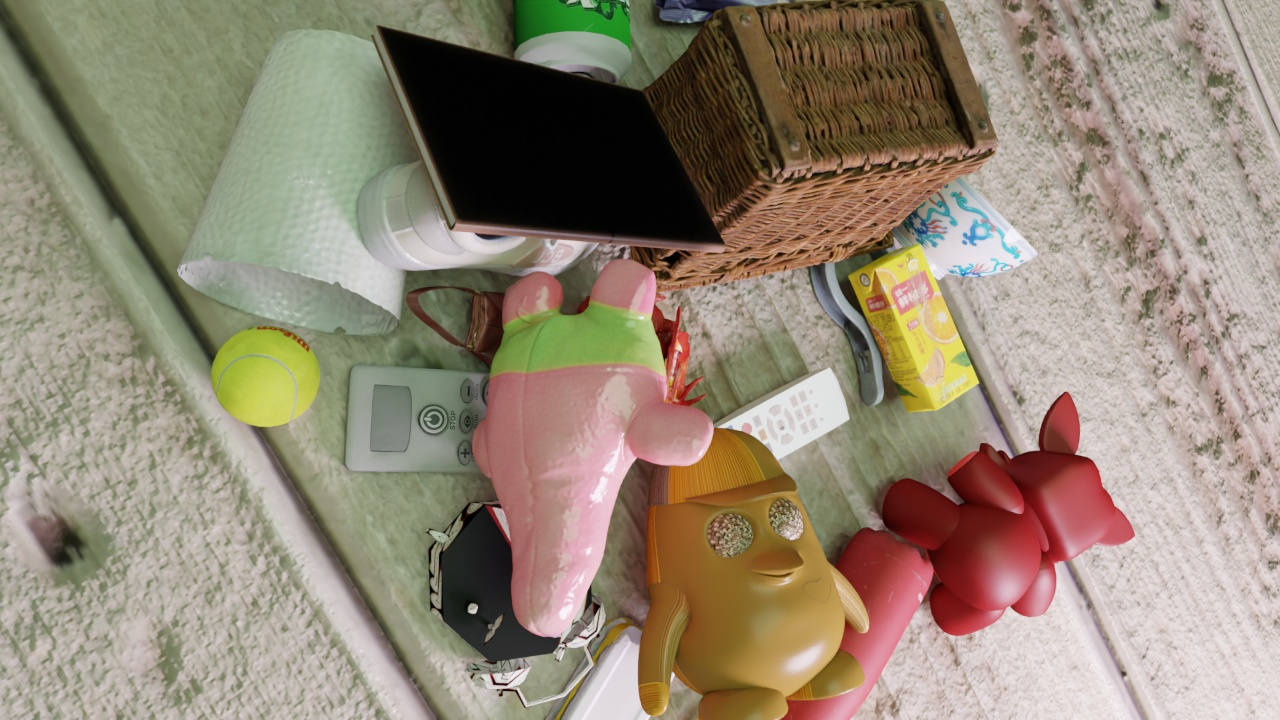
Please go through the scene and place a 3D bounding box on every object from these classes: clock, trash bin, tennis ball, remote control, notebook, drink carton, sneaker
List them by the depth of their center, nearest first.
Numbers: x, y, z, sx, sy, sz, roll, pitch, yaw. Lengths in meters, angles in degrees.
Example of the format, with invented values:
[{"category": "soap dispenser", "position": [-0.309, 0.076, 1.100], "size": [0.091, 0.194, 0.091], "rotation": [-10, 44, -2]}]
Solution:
[{"category": "notebook", "position": [-0.047, -0.129, 0.560], "size": [0.208, 0.008, 0.141], "rotation": [-2, 59, -44]}, {"category": "trash bin", "position": [-0.204, -0.113, 0.591], "size": [0.133, 0.133, 0.161], "rotation": [15, 74, -22]}, {"category": "tennis ball", "position": [-0.241, 0.010, 0.593], "size": [0.065, 0.065, 0.065], "rotation": [2, 84, -24]}, {"category": "sneaker", "position": [-0.068, -0.101, 0.611], "size": [0.241, 0.091, 0.089], "rotation": [-19, 101, -60]}, {"category": "clock", "position": [-0.082, 0.171, 0.650], "size": [0.114, 0.065, 0.154], "rotation": [-26, 95, -24]}, {"category": "remote control", "position": [-0.134, 0.044, 0.663], "size": [0.151, 0.019, 0.074], "rotation": [4, 84, -24]}, {"category": "remote control", "position": [0.109, 0.055, 0.767], "size": [0.143, 0.024, 0.049], "rotation": [-26, 100, -19]}, {"category": "drink carton", "position": [0.236, -0.028, 0.793], "size": [0.058, 0.043, 0.134], "rotation": [-27, 96, -24]}]

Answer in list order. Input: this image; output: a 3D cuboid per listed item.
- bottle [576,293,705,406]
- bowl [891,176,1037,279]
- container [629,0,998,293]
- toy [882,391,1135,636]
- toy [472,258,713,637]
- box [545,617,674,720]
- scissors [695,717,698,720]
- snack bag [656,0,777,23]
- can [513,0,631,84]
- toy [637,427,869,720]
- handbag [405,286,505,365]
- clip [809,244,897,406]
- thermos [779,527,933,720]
[{"category": "bottle", "position": [-0.004, 0.004, 0.684], "size": [0.099, 0.099, 0.111], "rotation": [11, 77, -23]}, {"category": "bowl", "position": [0.272, -0.120, 0.817], "size": [0.144, 0.143, 0.074], "rotation": [39, 111, -16]}, {"category": "container", "position": [0.121, -0.169, 0.691], "size": [0.249, 0.184, 0.162], "rotation": [-13, 80, -24]}, {"category": "toy", "position": [0.329, 0.141, 0.809], "size": [0.197, 0.121, 0.158], "rotation": [-30, 95, -14]}, {"category": "toy", "position": [-0.045, 0.055, 0.588], "size": [0.096, 0.192, 0.236], "rotation": [23, 67, -51]}, {"category": "box", "position": [-0.048, 0.291, 0.674], "size": [0.064, 0.033, 0.209], "rotation": [40, 72, -18]}, {"category": "scissors", "position": [0.011, 0.302, 0.692], "size": [0.132, 0.012, 0.097], "rotation": [-42, 126, -26]}, {"category": "snack bag", "position": [0.069, -0.374, 0.772], "size": [0.096, 0.058, 0.205], "rotation": [9, 84, -20]}, {"category": "can", "position": [-0.053, -0.278, 0.691], "size": [0.087, 0.088, 0.140], "rotation": [0, 85, -24]}, {"category": "toy", "position": [0.073, 0.146, 0.668], "size": [0.198, 0.163, 0.203], "rotation": [-10, 81, -28]}, {"category": "handbag", "position": [-0.121, -0.030, 0.632], "size": [0.119, 0.029, 0.055], "rotation": [24, 72, -66]}, {"category": "clip", "position": [0.184, -0.039, 0.810], "size": [0.127, 0.028, 0.167], "rotation": [-16, 91, -24]}, {"category": "thermos", "position": [0.153, 0.251, 0.744], "size": [0.073, 0.073, 0.239], "rotation": [41, 71, -16]}]
